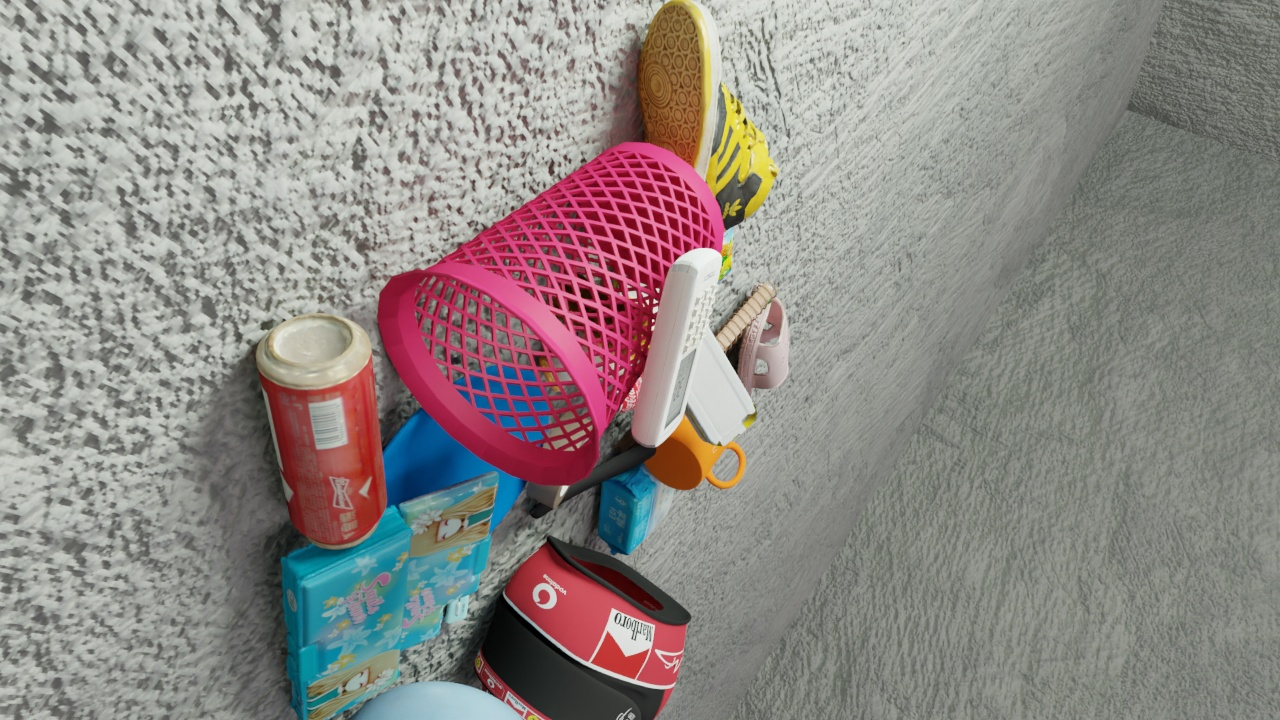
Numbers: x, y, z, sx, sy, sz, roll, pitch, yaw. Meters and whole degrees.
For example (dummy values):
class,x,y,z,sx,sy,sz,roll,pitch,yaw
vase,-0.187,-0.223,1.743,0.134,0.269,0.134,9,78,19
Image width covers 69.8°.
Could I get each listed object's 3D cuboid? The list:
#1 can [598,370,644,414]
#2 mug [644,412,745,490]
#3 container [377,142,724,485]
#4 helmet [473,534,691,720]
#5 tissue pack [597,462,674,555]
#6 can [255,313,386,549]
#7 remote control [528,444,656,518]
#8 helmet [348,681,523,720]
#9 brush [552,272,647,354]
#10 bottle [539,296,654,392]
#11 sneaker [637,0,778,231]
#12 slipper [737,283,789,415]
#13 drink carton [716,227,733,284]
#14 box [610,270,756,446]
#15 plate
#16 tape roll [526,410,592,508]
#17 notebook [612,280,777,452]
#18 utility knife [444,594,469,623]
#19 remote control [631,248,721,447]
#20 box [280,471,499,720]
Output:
class,x,y,z,sx,sy,sz,roll,pitch,yaw
can,-0.005,0.005,0.924,0.104,0.064,0.064,-39,149,-35
mug,0.071,0.101,1.052,0.095,0.112,0.078,-47,179,-43
container,-0.046,-0.052,0.679,0.225,0.183,0.183,-49,155,-36
helmet,-0.072,0.335,1.022,0.224,0.198,0.271,-58,147,-3
tissue pack,-0.005,0.160,1.105,0.092,0.062,0.145,-40,151,-39
can,-0.205,0.050,0.603,0.067,0.067,0.170,-36,147,-39
remote control,-0.049,0.125,0.969,0.151,0.020,0.041,-28,170,-9
helmet,-0.182,0.411,0.881,0.166,0.226,0.266,-69,152,-43
brush,-0.018,-0.031,0.780,0.048,0.126,0.017,-57,167,-9
bottle,-0.037,-0.011,0.825,0.109,0.063,0.063,-27,154,5
sneaker,0.063,-0.197,0.780,0.121,0.086,0.239,-27,147,-28
slipper,0.160,-0.009,1.180,0.240,0.064,0.094,92,10,-54
drink carton,0.074,-0.134,0.943,0.044,0.038,0.129,-44,152,-28
box,0.041,-0.009,0.898,0.065,0.045,0.210,-38,112,-13
plate,-0.163,0.097,0.784,0.223,0.024,0.225,-42,151,-31
tape roll,-0.077,0.097,0.899,0.093,0.030,0.093,28,87,-85
notebook,0.059,0.011,1.021,0.210,0.022,0.169,-47,179,-23
utility knife,-0.177,0.214,0.906,0.022,0.015,0.120,-1,124,-24
remote control,0.025,-0.009,0.629,0.060,0.025,0.139,-37,143,-64
box,-0.201,0.197,0.757,0.181,0.039,0.227,-21,144,-35
